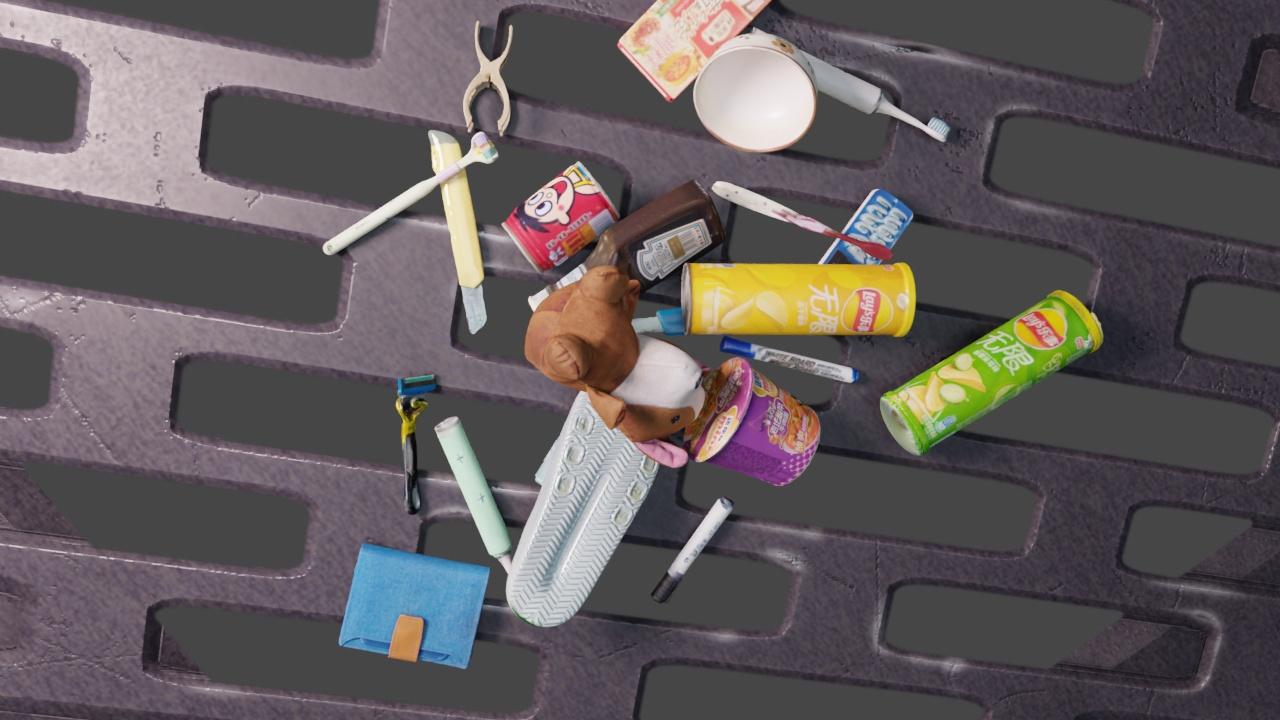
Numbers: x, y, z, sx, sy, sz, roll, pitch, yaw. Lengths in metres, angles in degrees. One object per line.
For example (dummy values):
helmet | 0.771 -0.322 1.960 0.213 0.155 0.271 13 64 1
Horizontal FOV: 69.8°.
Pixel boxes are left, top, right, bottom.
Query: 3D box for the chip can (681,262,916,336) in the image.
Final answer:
chip can | 0.147 -0.058 0.874 0.213 0.072 0.072 0 99 -3

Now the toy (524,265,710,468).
toy | -0.005 0.005 0.830 0.199 0.131 0.140 46 59 -37

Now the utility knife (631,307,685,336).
utility knife | 0.058 -0.041 0.911 0.206 0.018 0.034 -5 87 -5

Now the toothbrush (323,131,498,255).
toothbrush | -0.217 -0.151 0.855 0.190 0.020 0.029 -31 100 7

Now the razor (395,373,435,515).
razor | -0.224 0.083 0.900 0.042 0.022 0.143 -10 108 -49

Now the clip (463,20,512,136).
clip | -0.151 -0.259 0.847 0.081 0.034 0.104 -9 95 -5

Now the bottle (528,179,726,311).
bottle | -0.015 -0.093 0.870 0.195 0.044 0.080 -31 141 0

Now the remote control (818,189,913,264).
remote control | 0.216 -0.109 0.914 0.049 0.024 0.125 34 98 -10

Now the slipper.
slipper | -0.059 0.138 0.896 0.104 0.074 0.245 27 78 -17

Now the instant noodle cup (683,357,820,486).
instant noodle cup | 0.113 0.065 0.893 0.099 0.111 0.111 26 95 -18

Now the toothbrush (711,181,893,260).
toothbrush | 0.157 -0.136 0.894 0.187 0.017 0.016 22 101 4

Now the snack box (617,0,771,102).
snack box | 0.057 -0.325 0.863 0.153 0.025 0.075 -45 100 2

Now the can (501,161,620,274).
can | -0.075 -0.132 0.858 0.094 0.066 0.066 -38 101 1

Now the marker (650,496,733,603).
marker | 0.055 0.196 0.949 0.022 0.018 0.131 34 95 -30

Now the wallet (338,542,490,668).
wallet | -0.225 0.246 0.917 0.133 0.040 0.106 14 93 -7

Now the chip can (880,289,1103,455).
chip can | 0.348 0.014 0.924 0.221 0.072 0.072 -31 101 -1

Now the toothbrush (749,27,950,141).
toothbrush | 0.202 -0.262 0.887 0.221 0.026 0.026 23 105 -9

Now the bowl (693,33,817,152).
bowl | 0.110 -0.256 0.852 0.113 0.114 0.062 25 52 -9

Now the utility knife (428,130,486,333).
utility knife | -0.171 -0.122 0.873 0.031 0.020 0.195 -9 93 1

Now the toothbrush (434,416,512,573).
toothbrush | -0.150 0.161 0.916 0.027 0.026 0.224 -26 101 -24

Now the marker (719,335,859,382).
marker | 0.151 0.000 0.929 0.145 0.017 0.017 14 97 -8
